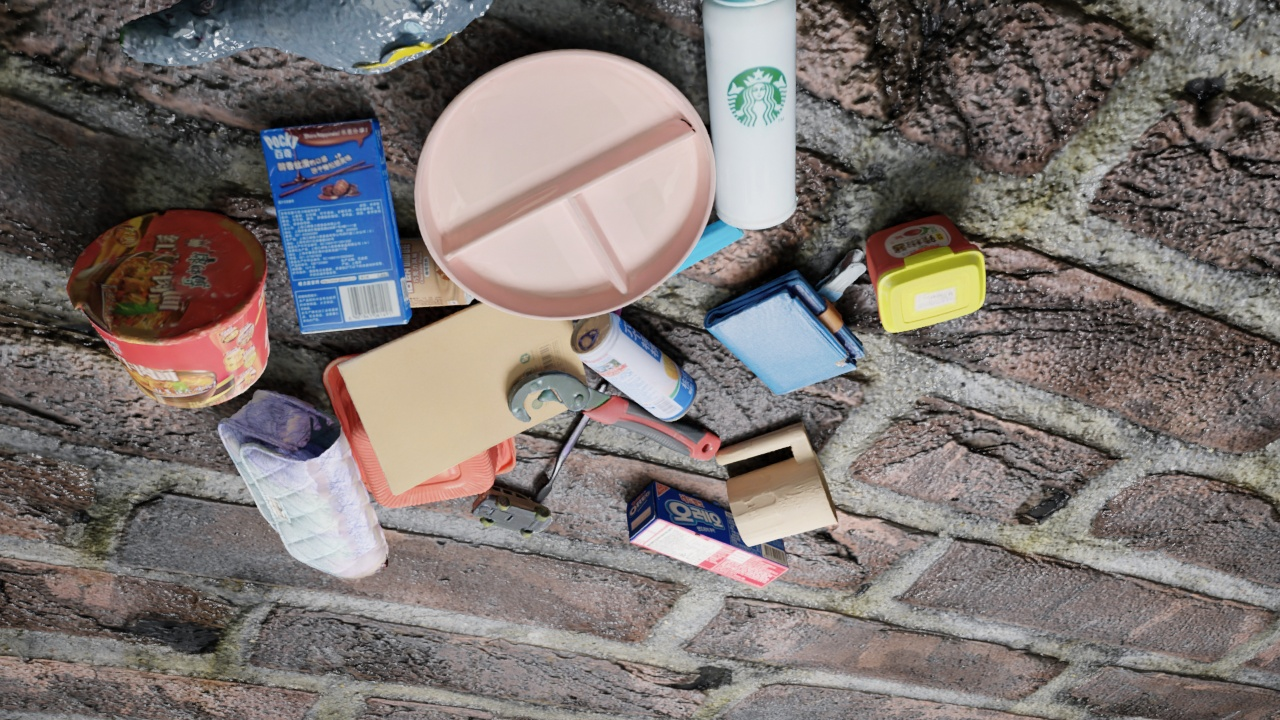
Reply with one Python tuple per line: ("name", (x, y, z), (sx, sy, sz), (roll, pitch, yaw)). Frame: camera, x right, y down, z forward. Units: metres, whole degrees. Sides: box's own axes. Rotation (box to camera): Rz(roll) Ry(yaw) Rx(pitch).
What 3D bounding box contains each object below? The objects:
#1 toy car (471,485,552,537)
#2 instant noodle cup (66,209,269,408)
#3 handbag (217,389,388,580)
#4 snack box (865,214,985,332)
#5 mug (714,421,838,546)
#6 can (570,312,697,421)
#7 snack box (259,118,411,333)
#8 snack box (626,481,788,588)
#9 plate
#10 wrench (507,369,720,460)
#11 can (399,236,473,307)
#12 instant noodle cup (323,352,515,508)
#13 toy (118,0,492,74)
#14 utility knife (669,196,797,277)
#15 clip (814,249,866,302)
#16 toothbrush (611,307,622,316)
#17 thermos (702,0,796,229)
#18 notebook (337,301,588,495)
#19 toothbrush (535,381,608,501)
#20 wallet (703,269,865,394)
("toy car", (-0.141, 0.167, 1.024), (0.090, 0.035, 0.042), (24, 128, -28))
("instant noodle cup", (-0.362, -0.036, 0.735), (0.138, 0.137, 0.109), (1, 142, -9))
("handbag", (-0.325, 0.125, 0.894), (0.134, 0.075, 0.194), (18, 138, 23))
("snack box", (0.247, -0.078, 0.809), (0.091, 0.080, 0.082), (-16, 133, 7))
("mug", (0.150, 0.137, 1.015), (0.104, 0.084, 0.125), (-19, 109, 13))
("can", (-0.005, 0.005, 0.868), (0.053, 0.053, 0.134), (-32, 133, 22))
("snack box", (-0.232, -0.102, 0.708), (0.084, 0.026, 0.157), (-6, 106, -2))
("snack box", (0.080, 0.207, 1.080), (0.207, 0.057, 0.058), (25, 128, -29))
("plate", (-0.056, -0.130, 0.705), (0.229, 0.028, 0.230), (-7, 131, -8))
("wrench", (-0.015, 0.059, 0.917), (0.273, 0.016, 0.056), (19, 105, -39))
("can", (-0.199, -0.073, 0.765), (0.116, 0.058, 0.059), (-4, 134, -5))
("instant noodle cup", (-0.209, 0.072, 0.892), (0.164, 0.079, 0.189), (-10, 130, -4))
("toy", (-0.164, -0.258, 0.570), (0.357, 0.091, 0.138), (-28, 119, 15))
("utility knife", (0.046, -0.098, 0.798), (0.199, 0.018, 0.034), (-26, 142, 8))
("clip", (0.185, -0.078, 0.846), (0.025, 0.031, 0.057), (18, 137, -21))
("toothbrush", (-0.005, -0.098, 0.799), (0.014, 0.017, 0.190), (3, 135, -14))
("thermos", (0.081, -0.204, 0.668), (0.073, 0.073, 0.225), (-9, 135, 0))
("notebook", (-0.147, 0.019, 0.818), (0.207, 0.008, 0.148), (-26, 128, -21))
("toothbrush", (-0.075, 0.087, 0.974), (0.014, 0.016, 0.189), (7, 131, -31))
("wallet", (0.139, -0.023, 0.876), (0.107, 0.040, 0.133), (-25, 134, 30))
